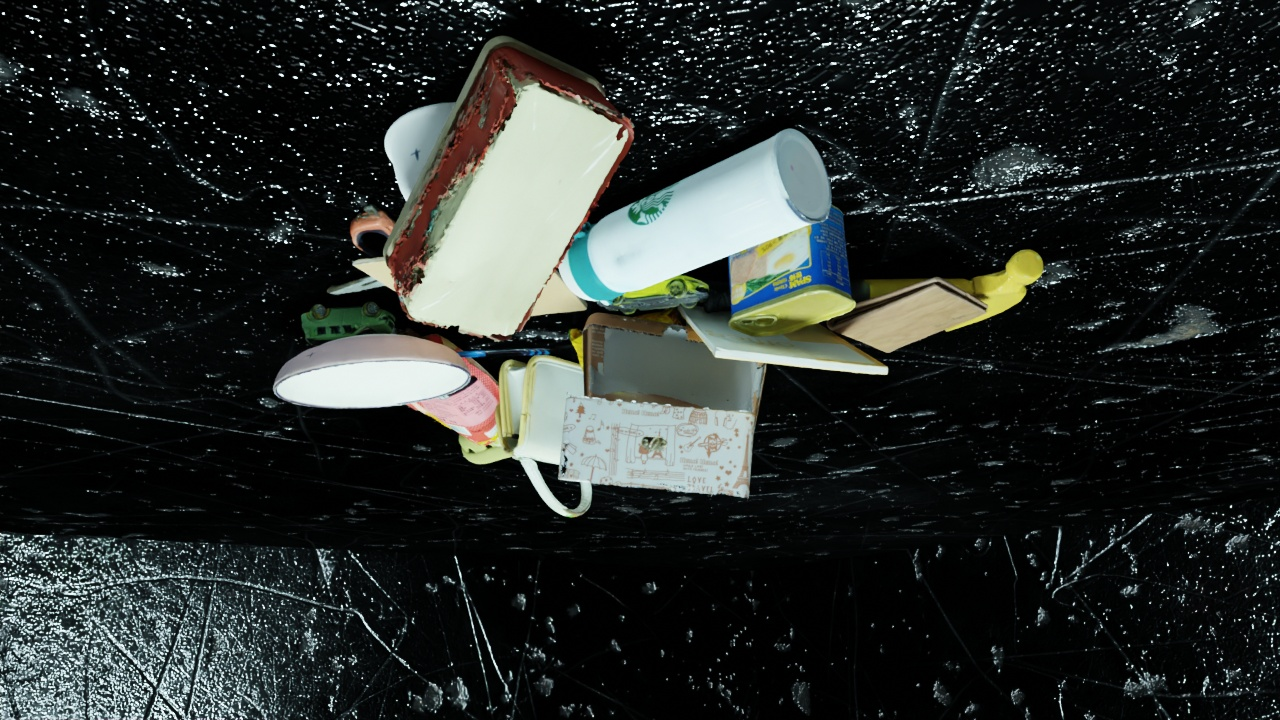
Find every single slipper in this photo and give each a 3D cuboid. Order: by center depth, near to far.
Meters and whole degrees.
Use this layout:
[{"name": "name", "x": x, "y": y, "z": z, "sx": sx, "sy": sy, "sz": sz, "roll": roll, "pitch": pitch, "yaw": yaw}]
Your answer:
[{"name": "slipper", "x": -0.183, "y": 0.079, "z": 1.213, "sx": 0.191, "sy": 0.091, "sz": 0.081, "roll": -11, "pitch": 123, "yaw": 49}]

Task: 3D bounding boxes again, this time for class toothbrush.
[{"name": "toothbrush", "x": -0.124, "y": -0.008, "z": 1.003, "sx": 0.189, "sy": 0.016, "sz": 0.014, "roll": -3, "pitch": 154, "yaw": -17}]

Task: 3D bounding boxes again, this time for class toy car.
[{"name": "toy car", "x": 0.011, "y": -0.064, "z": 0.841, "sx": 0.105, "sy": 0.032, "sz": 0.048, "roll": -4, "pitch": 170, "yaw": 17}, {"name": "toy car", "x": -0.291, "y": -0.035, "z": 0.913, "sx": 0.091, "sy": 0.036, "sz": 0.043, "roll": -7, "pitch": 160, "yaw": 4}]

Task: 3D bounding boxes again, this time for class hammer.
[{"name": "hammer", "x": 0.210, "y": -0.063, "z": 0.866, "sx": 0.301, "sy": 0.032, "sz": 0.129, "roll": -1, "pitch": 160, "yaw": -2}]

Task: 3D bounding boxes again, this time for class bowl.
[{"name": "bowl", "x": -0.117, "y": -0.117, "z": 0.632, "sx": 0.118, "sy": 0.064, "sz": 0.118, "roll": 0, "pitch": 161, "yaw": 0}]

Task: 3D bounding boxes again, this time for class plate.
[{"name": "plate", "x": -0.271, "y": 0.009, "z": 0.934, "sx": 0.192, "sy": 0.039, "sz": 0.192, "roll": -7, "pitch": 166, "yaw": -2}]

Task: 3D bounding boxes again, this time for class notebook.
[{"name": "notebook", "x": -0.143, "y": -0.066, "z": 0.827, "sx": 0.148, "sy": 0.008, "sz": 0.207, "roll": -6, "pitch": 168, "yaw": 10}, {"name": "notebook", "x": 0.118, "y": -0.022, "z": 0.829, "sx": 0.146, "sy": 0.010, "sz": 0.206, "roll": 6, "pitch": -168, "yaw": -7}]

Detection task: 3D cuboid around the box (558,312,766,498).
[{"name": "box", "x": 0.027, "y": 0.042, "z": 0.881, "sx": 0.182, "sy": 0.166, "sz": 0.150, "roll": 5, "pitch": 175, "yaw": 6}]

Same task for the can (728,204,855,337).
[{"name": "can", "x": 0.119, "y": -0.074, "z": 0.745, "sx": 0.057, "sy": 0.083, "sz": 0.102, "roll": 17, "pitch": 155, "yaw": -42}]

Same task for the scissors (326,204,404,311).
[{"name": "scissors", "x": -0.194, "y": -0.083, "z": 0.807, "sx": 0.189, "sy": 0.015, "sz": 0.225, "roll": 0, "pitch": 162, "yaw": -5}]

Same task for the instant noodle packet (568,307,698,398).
[{"name": "instant noodle packet", "x": -0.006, "y": 0.006, "z": 0.960, "sx": 0.129, "sy": 0.111, "sz": 0.044, "roll": -12, "pitch": -165, "yaw": 26}]

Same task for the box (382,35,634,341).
[{"name": "box", "x": -0.082, "y": -0.094, "z": 0.554, "sx": 0.091, "sy": 0.078, "sz": 0.169, "roll": 13, "pitch": 121, "yaw": -38}]

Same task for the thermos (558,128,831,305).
[{"name": "thermos", "x": 0.028, "y": -0.101, "z": 0.690, "sx": 0.225, "sy": 0.073, "sz": 0.073, "roll": -17, "pitch": 156, "yaw": 40}]

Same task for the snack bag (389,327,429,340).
[{"name": "snack bag", "x": -0.280, "y": -0.017, "z": 0.976, "sx": 0.104, "sy": 0.026, "sz": 0.048, "roll": -7, "pitch": 159, "yaw": 18}]

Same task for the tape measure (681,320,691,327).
[{"name": "tape measure", "x": 0.080, "y": -0.029, "z": 0.956, "sx": 0.065, "sy": 0.033, "sz": 0.066, "roll": 4, "pitch": 161, "yaw": -20}]

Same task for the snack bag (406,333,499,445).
[{"name": "snack bag", "x": -0.231, "y": 0.033, "z": 1.082, "sx": 0.129, "sy": 0.073, "sz": 0.208, "roll": -14, "pitch": 150, "yaw": 16}]

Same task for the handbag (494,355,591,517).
[{"name": "handbag", "x": -0.101, "y": 0.093, "z": 1.083, "sx": 0.063, "sy": 0.178, "sz": 0.163, "roll": -9, "pitch": 162, "yaw": 38}]

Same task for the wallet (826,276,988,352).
[{"name": "wallet", "x": 0.248, "y": -0.041, "z": 0.853, "sx": 0.101, "sy": 0.020, "sz": 0.116, "roll": 15, "pitch": 152, "yaw": -42}]
